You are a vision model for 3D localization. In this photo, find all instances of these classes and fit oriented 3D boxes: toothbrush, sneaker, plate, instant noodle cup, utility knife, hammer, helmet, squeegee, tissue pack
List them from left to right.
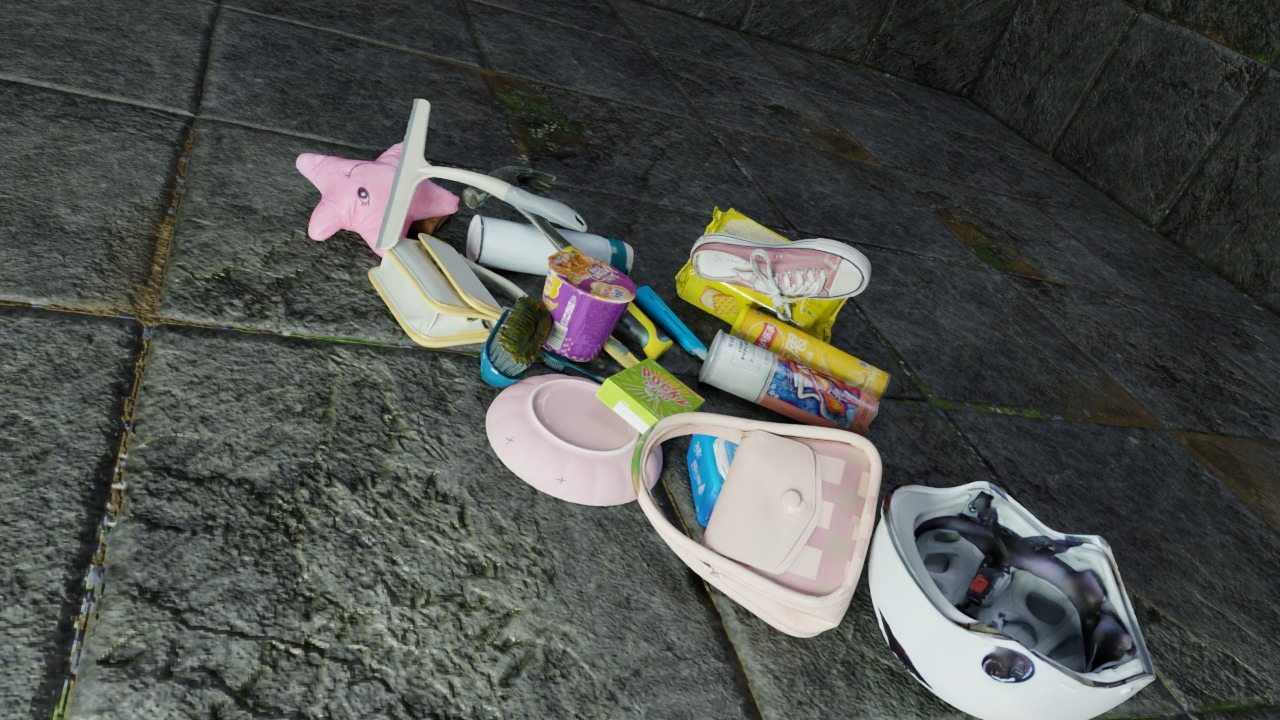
[{"bbox_3d":[-0.176,-0.205,1.125,0.246,0.039,0.245,16,56,-18],"label":"squeegee"},{"bbox_3d":[-0.078,-0.128,1.174,0.323,0.032,0.125,46,49,7],"label":"hammer"},{"bbox_3d":[-0.072,-0.060,1.091,0.111,0.099,0.111,18,28,-10],"label":"instant noodle cup"},{"bbox_3d":[-0.063,0.070,0.958,0.192,0.039,0.192,16,31,-10],"label":"plate"},{"bbox_3d":[-0.029,0.036,1.059,0.191,0.018,0.016,27,31,3],"label":"toothbrush"},{"bbox_3d":[-0.007,0.007,1.121,0.030,0.018,0.151,-22,56,-42],"label":"utility knife"},{"bbox_3d":[0.044,-0.048,1.230,0.034,0.018,0.166,-8,43,-41],"label":"utility knife"},{"bbox_3d":[0.103,0.128,0.961,0.095,0.052,0.157,14,32,-14],"label":"tissue pack"},{"bbox_3d":[0.183,-0.110,1.211,0.241,0.118,0.087,8,43,3],"label":"sneaker"},{"bbox_3d":[0.315,0.233,0.842,0.258,0.146,0.228,19,31,-2],"label":"helmet"}]

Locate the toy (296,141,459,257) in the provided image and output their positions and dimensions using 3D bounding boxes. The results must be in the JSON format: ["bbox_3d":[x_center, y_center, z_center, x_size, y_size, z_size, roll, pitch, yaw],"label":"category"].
[{"bbox_3d":[-0.326,-0.200,1.162,0.194,0.075,0.178,-11,69,-24],"label":"toy"}]

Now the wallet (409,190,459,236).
[{"bbox_3d":[-0.322,-0.226,1.256,0.130,0.035,0.118,22,33,0],"label":"wallet"}]

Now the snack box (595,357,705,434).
[{"bbox_3d":[0.014,0.041,1.007,0.086,0.026,0.156,39,17,9],"label":"snack box"}]

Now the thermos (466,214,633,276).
[{"bbox_3d":[-0.117,-0.147,1.234,0.224,0.073,0.073,6,35,-26],"label":"thermos"}]

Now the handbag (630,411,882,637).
[{"bbox_3d":[0.102,0.132,0.868,0.234,0.094,0.192,23,53,5],"label":"handbag"}]

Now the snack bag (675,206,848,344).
[{"bbox_3d":[0.181,-0.113,1.311,0.246,0.068,0.157,29,61,8],"label":"snack bag"}]

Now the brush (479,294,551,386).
[{"bbox_3d":[-0.143,-0.015,1.007,0.055,0.074,0.143,39,25,-14],"label":"brush"}]

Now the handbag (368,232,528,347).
[{"bbox_3d":[-0.214,-0.089,1.095,0.178,0.063,0.163,-4,41,-42],"label":"handbag"}]

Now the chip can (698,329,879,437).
[{"bbox_3d":[0.184,0.035,1.140,0.215,0.071,0.071,23,31,-1],"label":"chip can"}]

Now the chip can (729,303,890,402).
[{"bbox_3d":[0.218,0.001,1.212,0.213,0.072,0.071,26,31,6],"label":"chip can"}]
